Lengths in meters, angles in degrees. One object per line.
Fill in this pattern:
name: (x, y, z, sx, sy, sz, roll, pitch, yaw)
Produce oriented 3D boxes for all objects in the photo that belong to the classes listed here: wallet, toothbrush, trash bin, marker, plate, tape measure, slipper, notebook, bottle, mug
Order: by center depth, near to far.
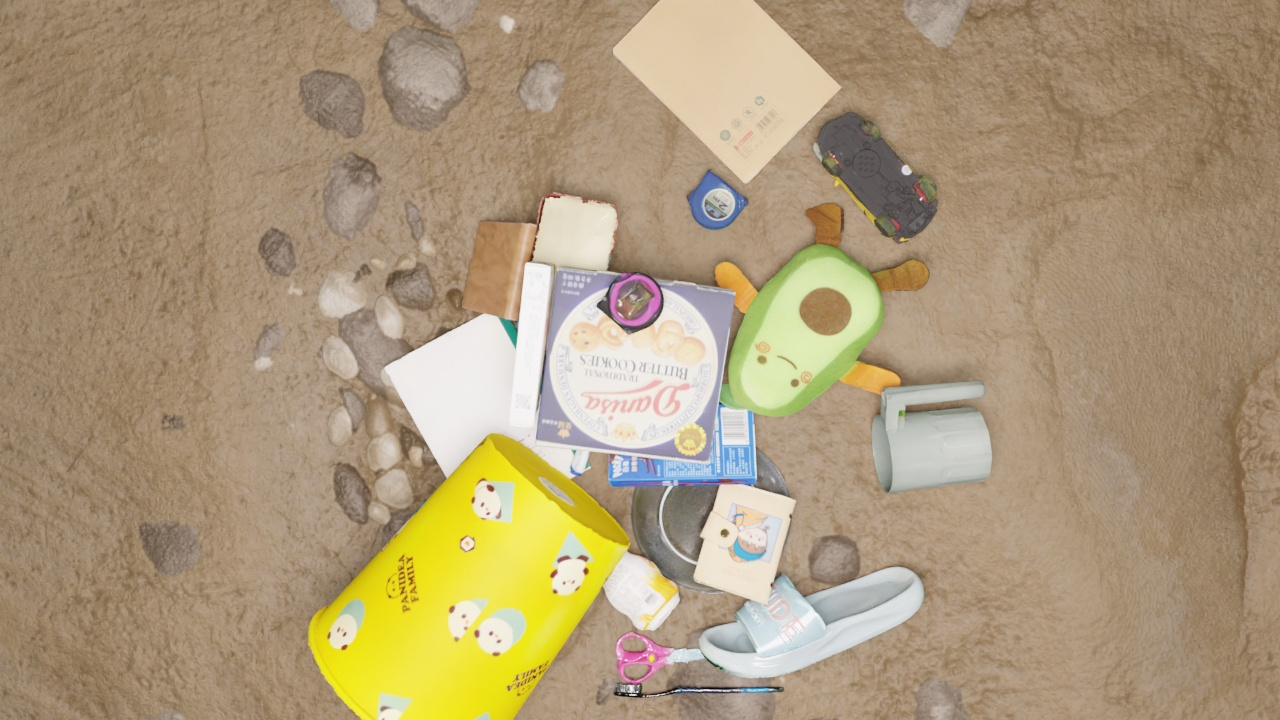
tape measure: (-0.006, -0.057, 0.883, 0.057, 0.039, 0.058, 44, 90, -5)
trash bin: (-0.158, 0.228, 0.925, 0.229, 0.229, 0.255, 39, 90, 1)
mug: (0.302, 0.076, 0.953, 0.103, 0.083, 0.124, -5, 123, 1)
slipper: (0.178, 0.264, 0.968, 0.245, 0.104, 0.074, -19, 99, -2)
wallet: (0.107, 0.189, 0.969, 0.087, 0.024, 0.115, 18, 74, 4)
wallet: (-0.152, -0.097, 0.973, 0.020, 0.115, 0.101, 10, 92, -38)
tape measure: (0.081, -0.169, 0.993, 0.058, 0.025, 0.054, 39, 95, 5)
notebook: (0.093, -0.316, 0.996, 0.207, 0.008, 0.148, 45, 93, 0)
bottle: (-0.011, 0.239, 0.996, 0.108, 0.063, 0.063, 40, 93, 15)
plate: (0.077, 0.169, 1.007, 0.179, 0.024, 0.179, 0, 92, 3)
marker: (-0.048, 0.057, 1.008, 0.017, 0.017, 0.146, 19, 89, 2)
notebook: (-0.169, 0.063, 1.020, 0.150, 0.012, 0.209, -29, 91, 2)
toothbrush: (0.065, 0.365, 1.021, 0.189, 0.014, 0.016, -2, 68, 2)

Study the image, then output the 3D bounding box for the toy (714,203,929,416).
toy: (0.178, -0.040, 0.962, 0.227, 0.090, 0.246, 35, 89, 10)

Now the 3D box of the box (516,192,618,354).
box: (-0.076, -0.087, 0.971, 0.091, 0.076, 0.168, 10, 92, -7)

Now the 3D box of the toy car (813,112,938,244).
toy car: (0.250, -0.195, 0.976, 0.071, 0.041, 0.156, -43, 91, 3)

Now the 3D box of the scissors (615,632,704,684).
scissors: (0.039, 0.330, 1.021, 0.133, 0.017, 0.057, -2, 82, -1)

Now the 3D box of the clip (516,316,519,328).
clip: (-0.125, -0.062, 1.013, 0.043, 0.014, 0.056, 8, 90, 1)

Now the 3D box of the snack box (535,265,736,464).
snack box: (-0.006, 0.005, 0.931, 0.178, 0.046, 0.182, 7, 94, -4)

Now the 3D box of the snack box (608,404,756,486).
snack box: (0.044, 0.091, 0.988, 0.157, 0.026, 0.084, -1, 65, 3)

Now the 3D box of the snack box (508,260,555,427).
snack box: (-0.107, -0.019, 0.905, 0.027, 0.084, 0.157, 8, 98, -4)
